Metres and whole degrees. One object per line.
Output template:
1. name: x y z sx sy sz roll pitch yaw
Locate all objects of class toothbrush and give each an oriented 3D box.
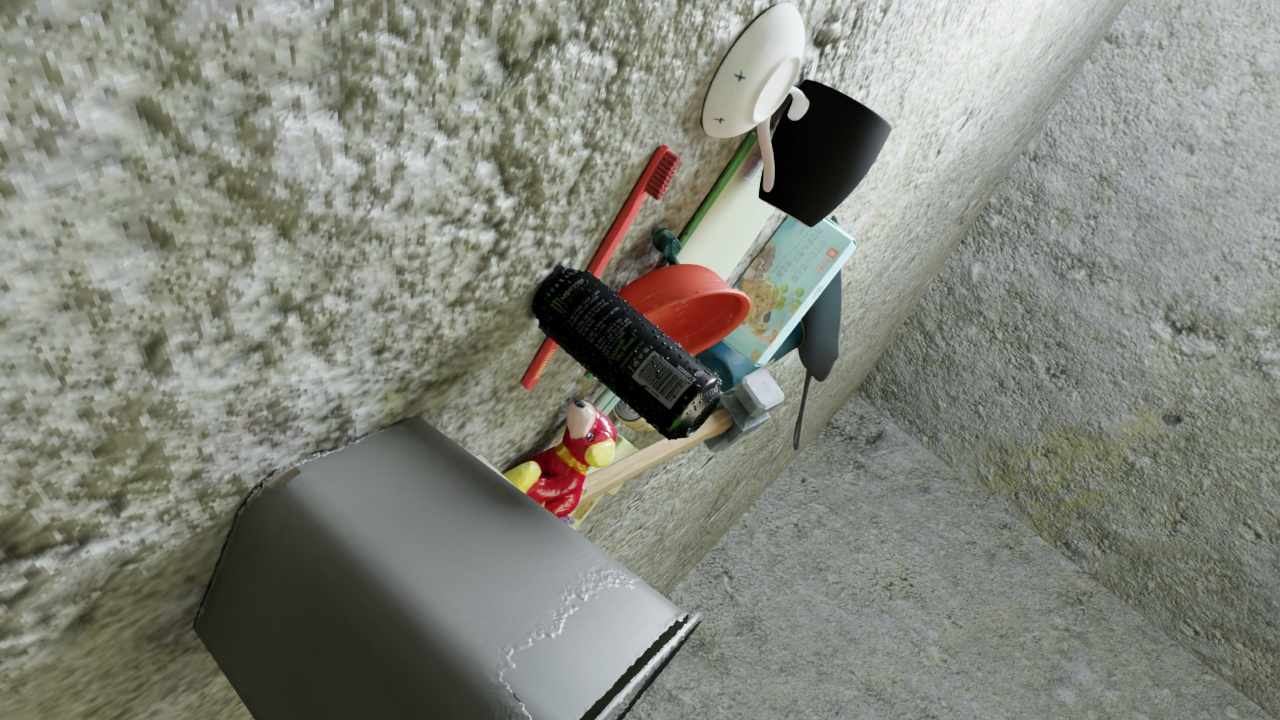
1. toothbrush: 0.037 -0.071 0.785 0.016 0.017 0.190 -48 162 -3
2. toothbrush: -0.031 -0.058 0.657 0.213 0.018 0.012 -57 163 24

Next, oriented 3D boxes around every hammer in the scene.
1. hammer: 0.017 0.099 0.977 0.321 0.051 0.118 -22 162 -38

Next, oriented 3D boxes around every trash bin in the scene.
1. trash bin: -0.123 0.171 0.550 0.197 0.220 0.198 -24 150 -58

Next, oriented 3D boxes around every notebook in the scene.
1. notebook: 0.057 -0.088 0.849 0.253 0.010 0.181 -55 164 17

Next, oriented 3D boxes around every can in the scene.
1. can: -0.010 -0.006 0.611 0.053 0.137 0.054 -45 164 -17
2. can: -0.003 0.053 0.955 0.038 0.038 0.079 -50 165 -3

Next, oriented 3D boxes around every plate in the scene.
1. plate: 0.086 -0.197 0.646 0.104 0.026 0.104 -45 163 -18

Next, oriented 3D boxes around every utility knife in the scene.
1. utility knife: -0.005 0.005 0.833 0.022 0.015 0.178 16 128 -36

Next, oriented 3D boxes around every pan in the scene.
1. pan: 0.213 -0.021 1.170 0.216 0.024 0.355 -90 -178 -53

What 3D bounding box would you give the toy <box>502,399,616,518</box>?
1. toy: -0.074 0.104 0.831 0.137 0.067 0.105 -47 148 -4

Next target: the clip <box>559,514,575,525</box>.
1. clip: -0.087 0.182 1.012 0.046 0.014 0.050 -42 167 7

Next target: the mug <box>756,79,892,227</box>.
1. mug: 0.132 -0.170 0.745 0.118 0.085 0.100 20 105 -40

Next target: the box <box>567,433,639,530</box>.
1. box: -0.059 0.141 1.042 0.137 0.024 0.187 -46 164 -4

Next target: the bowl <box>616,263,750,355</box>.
1. bowl: 0.021 -0.040 0.743 0.130 0.045 0.131 -19 160 -7

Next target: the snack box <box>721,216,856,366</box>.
1. snack box: 0.156 -0.083 1.017 0.175 0.075 0.053 -53 165 11

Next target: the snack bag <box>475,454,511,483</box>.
1. snack bag: -0.157 0.189 0.735 0.069 0.094 0.207 -24 150 -58

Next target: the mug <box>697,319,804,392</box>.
1. mug: 0.131 -0.016 1.111 0.121 0.078 0.078 -36 160 -29
